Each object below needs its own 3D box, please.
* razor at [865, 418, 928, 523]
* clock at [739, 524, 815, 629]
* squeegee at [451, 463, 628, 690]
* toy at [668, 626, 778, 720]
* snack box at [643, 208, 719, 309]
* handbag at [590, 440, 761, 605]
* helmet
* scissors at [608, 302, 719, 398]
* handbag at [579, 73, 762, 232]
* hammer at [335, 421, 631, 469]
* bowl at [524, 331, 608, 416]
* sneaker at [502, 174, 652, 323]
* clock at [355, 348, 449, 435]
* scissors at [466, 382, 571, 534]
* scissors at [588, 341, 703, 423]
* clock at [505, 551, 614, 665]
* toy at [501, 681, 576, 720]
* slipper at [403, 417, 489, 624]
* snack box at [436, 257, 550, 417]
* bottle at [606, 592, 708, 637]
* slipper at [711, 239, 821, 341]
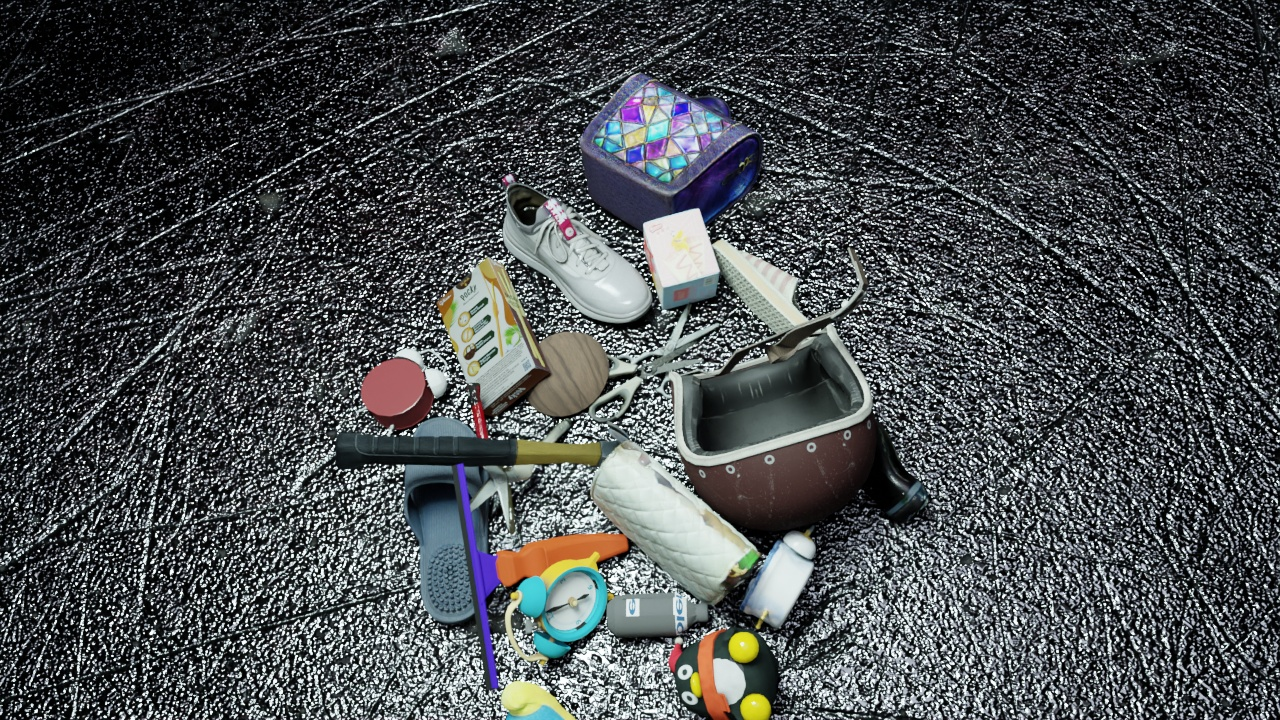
[{"bbox_3d":[0.291,0.122,1.078,0.063,0.053,0.140,5,48,-31],"label":"razor"},{"bbox_3d":[0.156,0.232,1.003,0.052,0.089,0.125,29,69,15],"label":"clock"},{"bbox_3d":[-0.104,0.225,1.045,0.184,0.055,0.249,-9,90,-16],"label":"squeegee"},{"bbox_3d":[0.083,0.328,0.954,0.119,0.099,0.097,-15,77,23],"label":"toy"},{"bbox_3d":[0.052,-0.132,1.210,0.079,0.093,0.094,-15,75,-3],"label":"snack box"},{"bbox_3d":[0.037,0.176,1.005,0.195,0.139,0.072,40,69,10],"label":"handbag"},{"bbox_3d":[0.150,0.057,1.012,0.233,0.234,0.253,-17,81,2],"label":"helmet"},{"bbox_3d":[0.023,-0.014,1.202,0.165,0.014,0.141,-1,63,6],"label":"scissors"},{"bbox_3d":[0.048,-0.296,1.298,0.205,0.126,0.221,34,68,22],"label":"handbag"},{"bbox_3d":[-0.168,0.103,1.033,0.332,0.118,0.025,3,52,-15],"label":"hammer"},{"bbox_3d":[-0.102,0.010,1.177,0.119,0.032,0.119,-7,64,14],"label":"bowl"},{"bbox_3d":[-0.090,-0.152,1.228,0.263,0.129,0.096,38,71,22],"label":"sneaker"},{"bbox_3d":[-0.306,0.037,1.190,0.087,0.044,0.124,37,70,23],"label":"clock"},{"bbox_3d":[-0.153,0.110,1.107,0.179,0.015,0.199,-9,66,-34],"label":"scissors"},{"bbox_3d":[-0.005,0.025,1.172,0.163,0.012,0.153,14,71,17],"label":"scissors"},{"bbox_3d":[-0.089,0.271,1.005,0.129,0.099,0.044,-30,23,-29],"label":"clock"},{"bbox_3d":[-0.133,0.439,0.919,0.149,0.084,0.213,30,69,22],"label":"toy"},{"bbox_3d":[-0.229,0.173,1.083,0.101,0.083,0.263,-11,60,-3],"label":"slipper"},{"bbox_3d":[-0.195,-0.032,1.198,0.101,0.031,0.186,-38,59,19],"label":"snack box"},{"bbox_3d":[0.019,0.281,1.014,0.112,0.047,0.047,-3,60,4],"label":"bottle"},{"bbox_3d":[0.183,-0.069,1.162,0.052,0.115,0.263,-39,58,-4],"label":"slipper"}]
